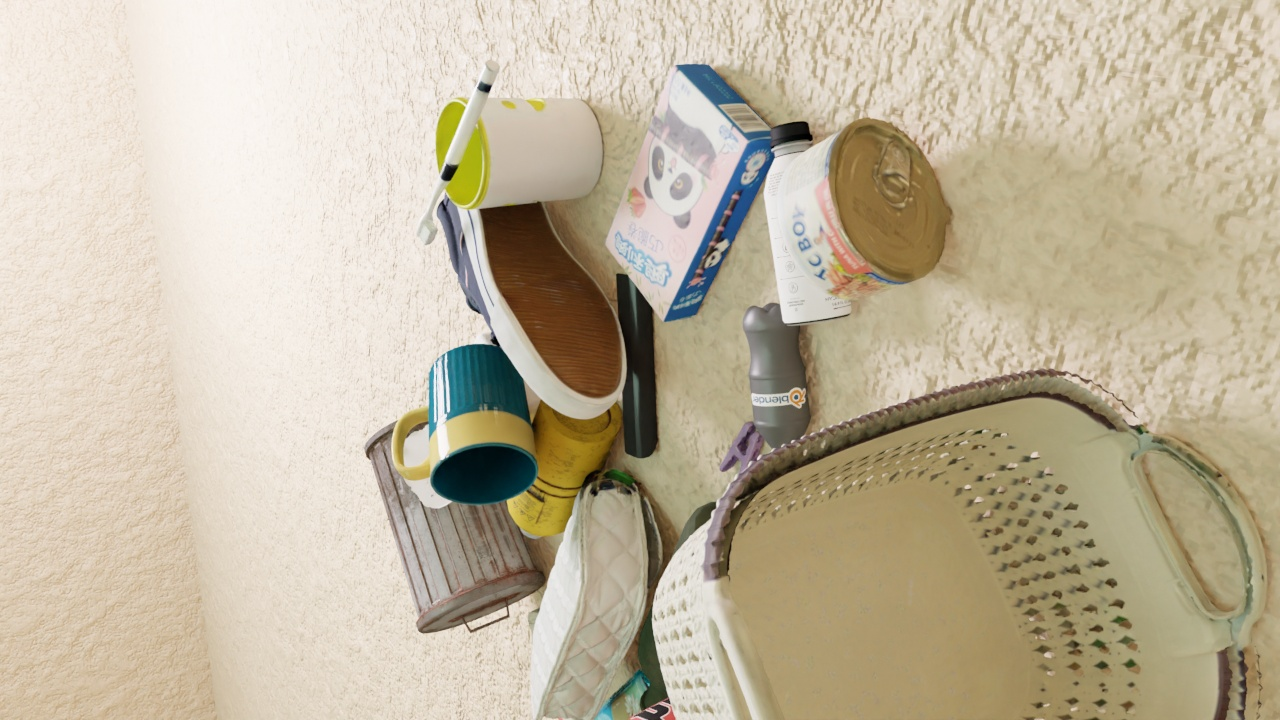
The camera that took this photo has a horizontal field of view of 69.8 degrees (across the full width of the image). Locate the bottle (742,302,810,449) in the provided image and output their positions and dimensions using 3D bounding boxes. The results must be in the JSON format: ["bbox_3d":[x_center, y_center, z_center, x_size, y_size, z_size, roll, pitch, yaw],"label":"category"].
[{"bbox_3d":[0.088,0.019,0.582,0.036,0.036,0.110,3,103,54],"label":"bottle"}]

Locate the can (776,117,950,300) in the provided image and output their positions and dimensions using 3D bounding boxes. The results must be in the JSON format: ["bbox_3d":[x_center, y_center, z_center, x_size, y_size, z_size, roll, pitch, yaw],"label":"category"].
[{"bbox_3d":[0.115,-0.077,0.474,0.043,0.086,0.086,-21,83,55],"label":"can"}]

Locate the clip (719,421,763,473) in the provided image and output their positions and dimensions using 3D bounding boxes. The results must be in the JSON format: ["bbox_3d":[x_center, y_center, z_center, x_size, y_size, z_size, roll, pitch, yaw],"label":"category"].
[{"bbox_3d":[0.073,0.066,0.639,0.033,0.013,0.052,47,132,33],"label":"clip"}]

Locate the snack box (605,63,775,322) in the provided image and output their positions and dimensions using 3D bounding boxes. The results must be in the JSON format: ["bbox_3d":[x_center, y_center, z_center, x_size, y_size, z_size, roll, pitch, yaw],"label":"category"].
[{"bbox_3d":[0.030,-0.111,0.624,0.088,0.033,0.155,54,139,30],"label":"snack box"}]

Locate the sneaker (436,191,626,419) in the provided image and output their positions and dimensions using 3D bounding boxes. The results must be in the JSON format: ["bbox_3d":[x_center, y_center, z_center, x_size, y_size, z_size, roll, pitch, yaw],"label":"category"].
[{"bbox_3d":[-0.104,-0.047,0.756,0.127,0.120,0.294,-57,46,32],"label":"sneaker"}]

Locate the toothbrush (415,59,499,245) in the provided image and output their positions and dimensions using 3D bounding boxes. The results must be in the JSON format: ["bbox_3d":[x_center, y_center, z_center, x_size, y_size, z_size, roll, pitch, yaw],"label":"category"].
[{"bbox_3d":[-0.136,-0.146,0.675,0.017,0.012,0.187,52,139,11],"label":"toothbrush"}]

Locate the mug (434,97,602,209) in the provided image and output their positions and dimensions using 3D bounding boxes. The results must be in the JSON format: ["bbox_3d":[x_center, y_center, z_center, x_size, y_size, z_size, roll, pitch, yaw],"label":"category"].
[{"bbox_3d":[-0.095,-0.163,0.716,0.083,0.106,0.082,20,116,49],"label":"mug"}]

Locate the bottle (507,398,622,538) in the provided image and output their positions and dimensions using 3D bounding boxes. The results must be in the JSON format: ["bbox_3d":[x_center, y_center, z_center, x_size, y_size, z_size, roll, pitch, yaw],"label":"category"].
[{"bbox_3d":[-0.075,0.098,0.798,0.071,0.070,0.164,53,138,30],"label":"bottle"}]

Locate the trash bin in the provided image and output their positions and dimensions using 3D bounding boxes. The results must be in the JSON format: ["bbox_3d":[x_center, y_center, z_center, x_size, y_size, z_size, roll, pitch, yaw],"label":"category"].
[{"bbox_3d":[-0.187,0.166,0.925,0.131,0.130,0.211,-47,61,49],"label":"trash bin"}]

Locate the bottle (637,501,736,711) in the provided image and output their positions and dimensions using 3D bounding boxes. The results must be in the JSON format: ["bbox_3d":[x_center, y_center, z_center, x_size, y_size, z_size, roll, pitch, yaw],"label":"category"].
[{"bbox_3d":[0.040,0.196,0.672,0.071,0.071,0.207,48,135,35],"label":"bottle"}]

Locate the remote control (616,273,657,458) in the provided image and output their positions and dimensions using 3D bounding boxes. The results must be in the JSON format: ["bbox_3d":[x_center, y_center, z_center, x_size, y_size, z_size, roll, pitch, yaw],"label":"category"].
[{"bbox_3d":[-0.004,0.004,0.721,0.033,0.015,0.147,15,112,51],"label":"remote control"}]

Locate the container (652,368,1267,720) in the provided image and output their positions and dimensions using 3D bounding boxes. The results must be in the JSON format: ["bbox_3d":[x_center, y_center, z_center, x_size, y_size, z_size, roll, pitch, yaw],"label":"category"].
[{"bbox_3d":[0.125,0.115,0.398,0.144,0.251,0.184,-44,63,61],"label":"container"}]

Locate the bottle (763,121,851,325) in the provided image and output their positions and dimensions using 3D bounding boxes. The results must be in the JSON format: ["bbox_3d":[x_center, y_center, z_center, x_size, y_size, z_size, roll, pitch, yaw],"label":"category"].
[{"bbox_3d":[0.095,-0.080,0.538,0.041,0.041,0.116,-3,98,54],"label":"bottle"}]

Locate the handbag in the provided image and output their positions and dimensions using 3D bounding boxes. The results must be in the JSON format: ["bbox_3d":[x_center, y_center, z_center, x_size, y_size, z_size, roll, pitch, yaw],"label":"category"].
[{"bbox_3d":[-0.040,0.203,0.766,0.138,0.072,0.195,-94,19,-50],"label":"handbag"}]

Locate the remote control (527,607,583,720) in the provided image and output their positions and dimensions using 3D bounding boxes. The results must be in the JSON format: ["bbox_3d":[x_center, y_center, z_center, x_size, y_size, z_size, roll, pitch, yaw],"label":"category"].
[{"bbox_3d":[-0.084,0.310,0.923,0.038,0.018,0.125,-19,87,54],"label":"remote control"}]

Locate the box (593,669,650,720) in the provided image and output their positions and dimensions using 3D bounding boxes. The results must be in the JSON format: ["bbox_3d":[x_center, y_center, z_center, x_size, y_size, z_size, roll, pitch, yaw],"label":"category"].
[{"bbox_3d":[-0.013,0.354,0.820,0.094,0.039,0.227,59,141,24],"label":"box"}]

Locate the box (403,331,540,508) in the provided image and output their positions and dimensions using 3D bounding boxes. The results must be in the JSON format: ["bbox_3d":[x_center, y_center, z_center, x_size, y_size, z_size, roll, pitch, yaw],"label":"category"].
[{"bbox_3d":[-0.143,0.059,0.864,0.189,0.101,0.111,-50,57,24],"label":"box"}]

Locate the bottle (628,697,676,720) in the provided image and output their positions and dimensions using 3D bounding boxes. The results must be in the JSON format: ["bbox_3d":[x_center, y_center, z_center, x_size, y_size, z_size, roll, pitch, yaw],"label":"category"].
[{"bbox_3d":[0.034,0.251,0.606,0.062,0.176,0.062,21,117,50],"label":"bottle"}]

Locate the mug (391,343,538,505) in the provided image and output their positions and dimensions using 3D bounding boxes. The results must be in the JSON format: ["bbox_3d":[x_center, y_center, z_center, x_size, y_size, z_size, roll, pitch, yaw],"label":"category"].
[{"bbox_3d":[-0.144,0.054,0.739,0.083,0.113,0.107,73,-177,-52],"label":"mug"}]
